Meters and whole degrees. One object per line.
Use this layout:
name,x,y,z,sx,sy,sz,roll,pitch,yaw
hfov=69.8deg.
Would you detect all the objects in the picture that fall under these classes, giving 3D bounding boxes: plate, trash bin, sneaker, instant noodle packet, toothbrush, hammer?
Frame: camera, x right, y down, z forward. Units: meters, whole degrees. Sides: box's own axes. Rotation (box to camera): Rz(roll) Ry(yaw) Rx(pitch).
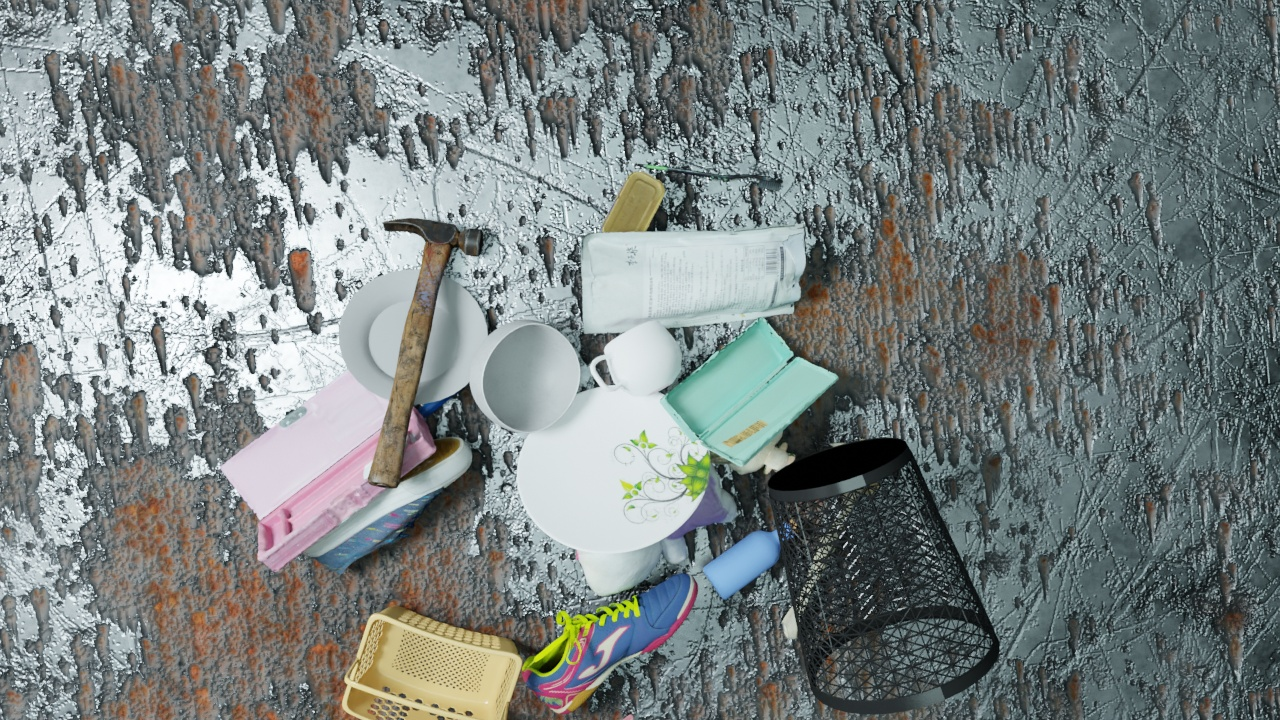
plate,-0.272,-0.027,1.105,0.172,0.019,0.172,5,69,-13
trash bin,0.260,0.230,1.041,0.217,0.217,0.243,-19,95,-4
sneaker,-0.040,0.327,1.107,0.242,0.116,0.091,-40,104,4
sneaker,-0.297,0.177,1.110,0.235,0.087,0.079,-31,113,2
instant noodle packet,0.062,-0.102,1.117,0.269,0.057,0.147,-4,129,-5
toothbrush,0.086,-0.231,1.149,0.188,0.014,0.017,6,99,-4
plate,-0.031,0.131,1.095,0.229,0.030,0.228,-3,53,4
hammer,-0.271,-0.015,1.063,0.120,0.033,0.329,9,68,-3
toothbrush,-0.289,0.081,1.129,0.190,0.017,0.016,-39,90,-2

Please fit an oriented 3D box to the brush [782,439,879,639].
brush,0.236,0.227,1.160,0.077,0.062,0.272,19,94,0

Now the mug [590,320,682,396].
mug,-0.006,0.006,1.102,0.123,0.090,0.076,-22,81,-39

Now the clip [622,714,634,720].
clip,-0.021,0.480,1.163,0.059,0.023,0.041,-33,99,3

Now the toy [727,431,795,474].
toy,0.143,0.102,1.144,0.112,0.050,0.087,37,88,17

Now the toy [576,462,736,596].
toy,0.013,0.197,1.125,0.209,0.085,0.137,-30,95,-8

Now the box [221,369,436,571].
box,-0.365,0.124,1.092,0.233,0.075,0.172,-37,59,-3

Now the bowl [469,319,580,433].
bowl,-0.145,0.017,1.102,0.131,0.064,0.132,-7,102,-34

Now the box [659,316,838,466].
box,0.131,0.039,1.100,0.186,0.056,0.138,-37,69,-28

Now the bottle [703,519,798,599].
bottle,0.144,0.243,1.152,0.131,0.048,0.048,-35,94,-2

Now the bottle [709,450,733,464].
bottle,0.099,0.071,1.129,0.042,0.043,0.109,-1,70,-4

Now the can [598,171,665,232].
can,-0.011,-0.180,1.121,0.054,0.059,0.100,27,89,-5

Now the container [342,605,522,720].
container,-0.242,0.375,1.068,0.183,0.167,0.129,18,90,-5
